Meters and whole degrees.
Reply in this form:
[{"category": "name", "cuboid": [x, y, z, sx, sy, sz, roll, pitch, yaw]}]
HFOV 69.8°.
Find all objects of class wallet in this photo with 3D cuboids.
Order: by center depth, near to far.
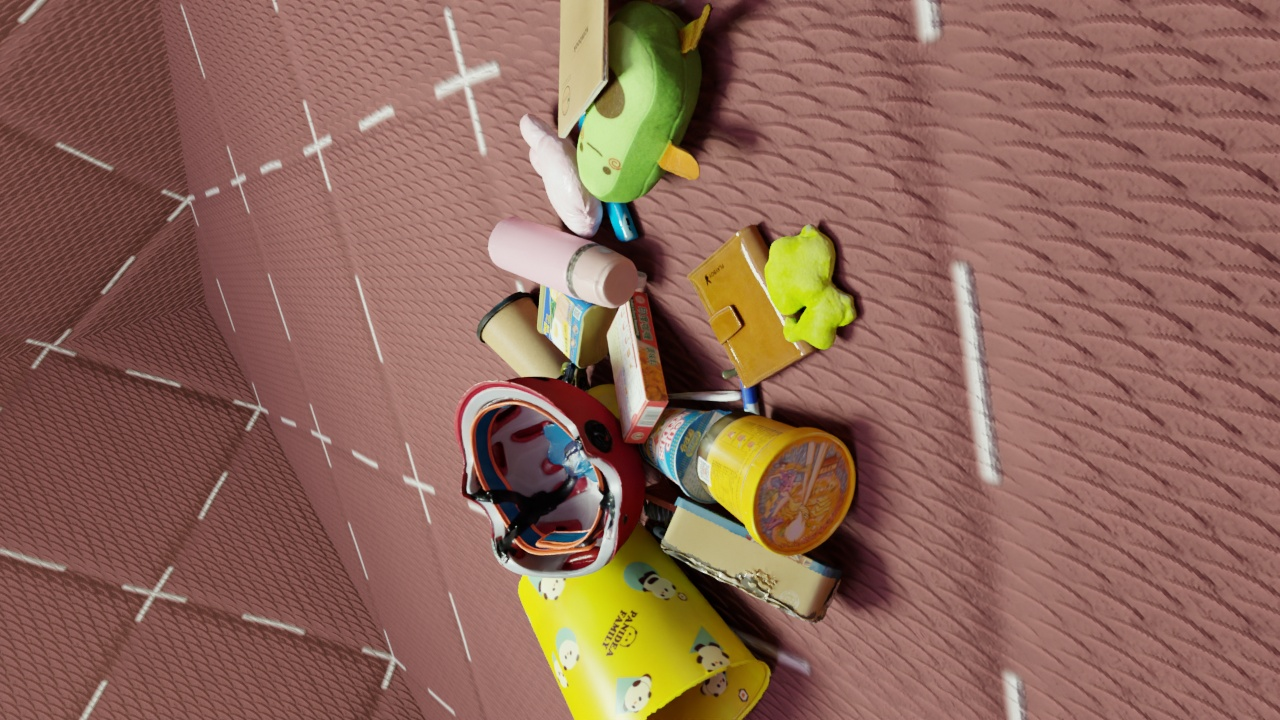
[{"category": "wallet", "cuboid": [0.103, -0.046, 0.876, 0.119, 0.035, 0.130, -37, 78, 51]}]

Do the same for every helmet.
[{"category": "helmet", "cuboid": [-0.091, 0.115, 1.036, 0.207, 0.143, 0.240, -24, 93, 35]}]

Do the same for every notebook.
[{"category": "notebook", "cuboid": [-0.054, -0.332, 0.861, 0.148, 0.008, 0.207, 162, 109, -69]}]

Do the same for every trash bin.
[{"category": "trash bin", "cuboid": [-0.010, 0.337, 1.107, 0.255, 0.229, 0.230, 51, 145, 35]}]

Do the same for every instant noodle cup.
[{"category": "instant noodle cup", "cuboid": [0.120, 0.107, 0.866, 0.114, 0.118, 0.118, 26, 129, 57]}, {"category": "instant noodle cup", "cuboid": [0.052, 0.093, 0.981, 0.110, 0.099, 0.099, 14, 120, 61]}]

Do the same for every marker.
[{"category": "marker", "cuboid": [0.119, 0.083, 0.939, 0.017, 0.016, 0.146, 15, 121, 52]}]

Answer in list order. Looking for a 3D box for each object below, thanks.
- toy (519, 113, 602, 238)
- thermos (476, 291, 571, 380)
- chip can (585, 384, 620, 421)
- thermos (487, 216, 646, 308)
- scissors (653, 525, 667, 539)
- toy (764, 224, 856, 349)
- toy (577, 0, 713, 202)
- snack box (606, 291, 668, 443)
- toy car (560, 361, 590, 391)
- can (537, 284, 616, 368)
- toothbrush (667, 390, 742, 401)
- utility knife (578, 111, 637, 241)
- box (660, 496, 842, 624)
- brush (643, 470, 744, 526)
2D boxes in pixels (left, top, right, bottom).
[{"category": "toy", "cuboid": [-0.089, -0.209, 1.027, 0.159, 0.054, 0.121, 56, 168, 31]}, {"category": "thermos", "cuboid": [-0.149, -0.021, 1.219, 0.143, 0.092, 0.093, 49, 144, 14]}, {"category": "chip can", "cuboid": [-0.044, 0.135, 1.162, 0.072, 0.072, 0.222, 40, 138, 37]}, {"category": "thermos", "cuboid": [-0.081, -0.112, 1.041, 0.199, 0.087, 0.067, 22, 111, 41]}, {"category": "scissors", "cuboid": [0.044, 0.209, 1.067, 0.143, 0.019, 0.180, 32, 173, -25]}, {"category": "toy", "cuboid": [0.143, -0.062, 0.796, 0.100, 0.031, 0.097, 45, 124, 18]}, {"category": "toy", "cuboid": [-0.002, -0.247, 0.855, 0.227, 0.089, 0.247, 58, 144, 33]}, {"category": "snack box", "cuboid": [-0.006, 0.006, 1.002, 0.077, 0.027, 0.155, 117, 152, -45]}, {"category": "toy car", "cuboid": [-0.083, 0.063, 1.174, 0.158, 0.042, 0.070, 89, -171, -53]}, {"category": "can", "cuboid": [-0.077, -0.053, 1.115, 0.083, 0.057, 0.102, 43, 140, 32]}, {"category": "toothbrush", "cuboid": [0.056, 0.043, 1.011, 0.180, 0.016, 0.016, -6, 111, 58]}, {"category": "utility knife", "cuboid": [-0.050, -0.232, 1.000, 0.218, 0.018, 0.034, 70, 162, -2]}, {"category": "box", "cuboid": [0.103, 0.194, 0.907, 0.184, 0.061, 0.090, 25, 175, 21]}, {"category": "brush", "cuboid": [0.064, 0.158, 1.026, 0.146, 0.063, 0.069, 17, 111, 51]}]
